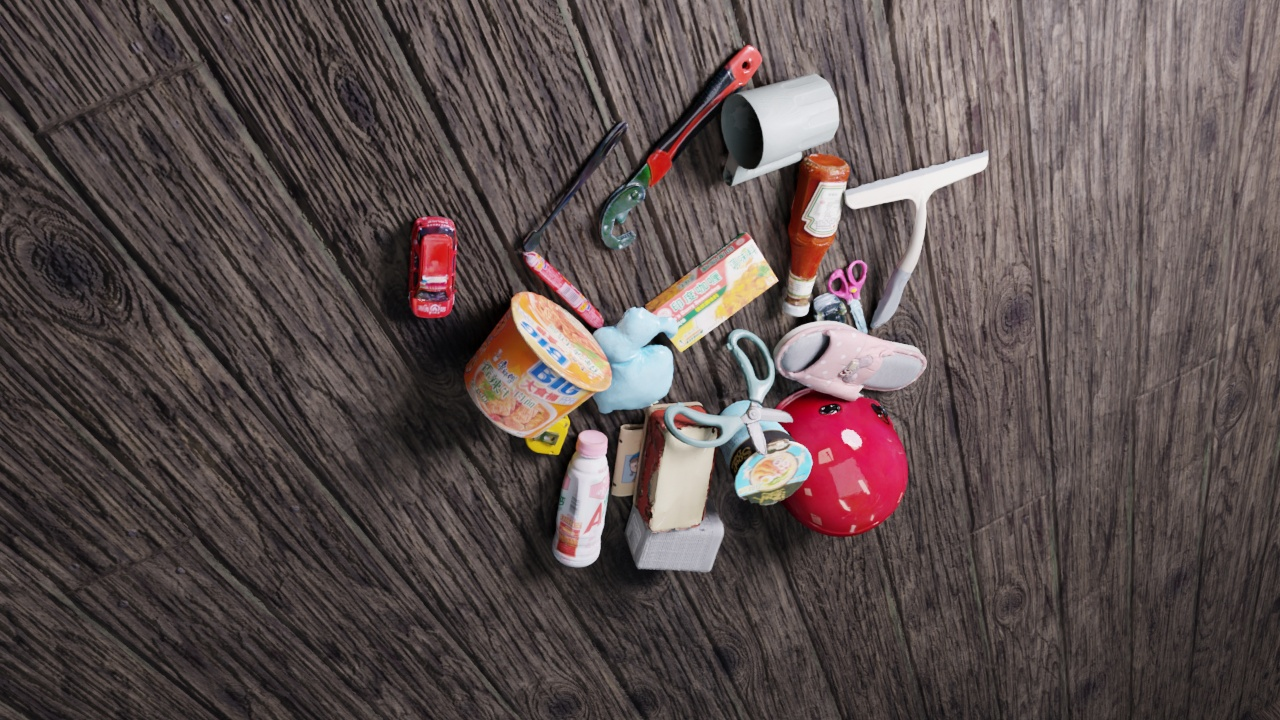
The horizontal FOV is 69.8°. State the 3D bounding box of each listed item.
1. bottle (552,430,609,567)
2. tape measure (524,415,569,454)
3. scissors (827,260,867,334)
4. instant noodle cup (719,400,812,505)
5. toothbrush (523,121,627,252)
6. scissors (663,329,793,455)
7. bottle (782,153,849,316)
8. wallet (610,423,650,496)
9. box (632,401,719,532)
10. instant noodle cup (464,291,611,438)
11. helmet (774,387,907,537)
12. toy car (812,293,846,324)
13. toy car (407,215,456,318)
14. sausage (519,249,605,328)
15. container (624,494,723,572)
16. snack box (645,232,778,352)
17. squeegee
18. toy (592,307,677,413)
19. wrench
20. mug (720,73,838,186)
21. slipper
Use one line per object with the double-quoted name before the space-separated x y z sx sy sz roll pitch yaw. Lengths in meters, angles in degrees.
"bottle" -0.077 0.187 1.252 0.068 0.068 0.197 -1 118 -21
"tape measure" -0.123 0.095 1.192 0.057 0.029 0.060 10 118 -26
"scissors" 0.287 -0.076 1.245 0.063 0.017 0.135 -28 132 -5
"instant noodle cup" 0.159 0.118 1.259 0.111 0.120 0.111 -10 127 -14
"toothbrush" -0.074 -0.194 1.024 0.015 0.018 0.181 34 104 -28
"scissors" 0.108 0.043 1.184 0.170 0.173 0.019 -6 167 -12
"bottle" 0.210 -0.150 1.135 0.059 0.059 0.206 -6 125 -18
"wallet" 0.007 0.137 1.275 0.087 0.024 0.115 0 120 -15
"box" 0.048 0.149 1.234 0.091 0.079 0.169 -3 118 -21
"instant noodle cup" -0.125 0.011 1.067 0.151 0.151 0.112 32 115 -35
"helmet" 0.289 0.160 1.327 0.207 0.143 0.240 -36 127 7
"toy car" 0.253 -0.054 1.233 0.043 0.034 0.090 -28 142 0
"toy car" -0.229 -0.099 1.010 0.053 0.045 0.121 -2 125 -18
"sausage" -0.090 -0.084 1.089 0.020 0.020 0.156 -40 128 8
"container" 0.045 0.247 1.324 0.114 0.090 0.090 4 120 -20
"snack box" 0.090 -0.085 1.153 0.156 0.027 0.077 -36 126 5
"squeegee" 0.342 -0.131 1.194 0.246 0.039 0.247 -19 136 -27
"toy" -0.007 0.007 1.159 0.162 0.049 0.156 -34 127 18
"wrench" 0.040 -0.239 1.035 0.056 0.016 0.274 27 110 -37
"mug" 0.151 -0.255 1.029 0.103 0.083 0.124 -22 155 -19
"slipper" 0.295 0.008 1.257 0.274 0.054 0.114 11 132 -35
